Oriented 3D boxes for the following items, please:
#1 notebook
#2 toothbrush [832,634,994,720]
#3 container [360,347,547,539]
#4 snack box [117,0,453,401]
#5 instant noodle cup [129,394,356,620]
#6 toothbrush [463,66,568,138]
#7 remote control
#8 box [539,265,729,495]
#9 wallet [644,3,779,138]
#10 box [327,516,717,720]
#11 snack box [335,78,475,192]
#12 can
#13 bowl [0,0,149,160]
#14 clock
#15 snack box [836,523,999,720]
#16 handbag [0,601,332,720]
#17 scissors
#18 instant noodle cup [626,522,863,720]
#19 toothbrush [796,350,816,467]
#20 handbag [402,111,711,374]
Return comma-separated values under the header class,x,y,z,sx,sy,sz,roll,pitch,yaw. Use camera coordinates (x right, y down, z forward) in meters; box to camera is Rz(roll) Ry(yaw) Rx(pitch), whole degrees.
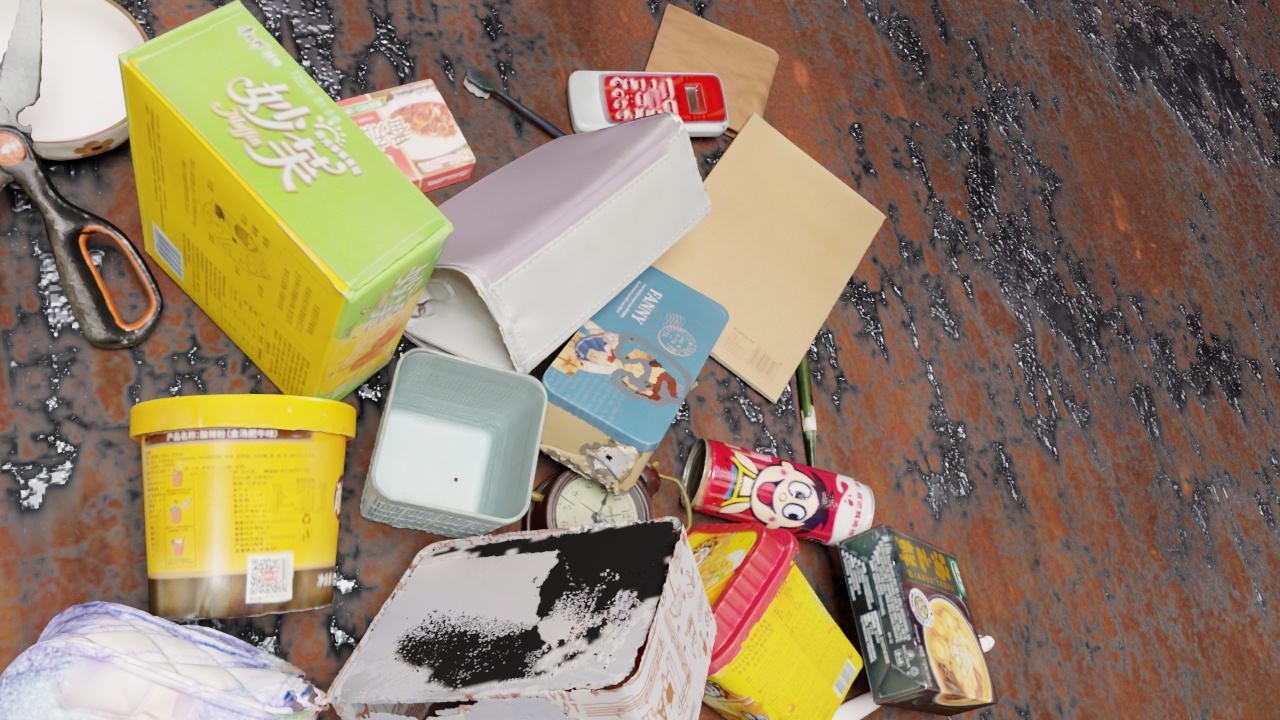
class,x,y,z,sx,sy,sz,roll,pitch,yaw
notebook,0.102,-0.089,0.758,0.149,0.012,0.211,37,67,-5
toothbrush,0.201,0.244,0.693,0.179,0.016,0.016,-15,76,-27
container,-0.121,0.059,0.565,0.090,0.112,0.090,16,66,-19
snack box,-0.203,-0.068,0.518,0.157,0.211,0.069,47,58,-2
instant noodle cup,-0.221,0.083,0.515,0.118,0.119,0.114,1,78,-23
toothbrush,-0.062,-0.176,0.732,0.181,0.018,0.015,31,56,-13
remote control,0.007,-0.213,0.761,0.135,0.020,0.056,-4,78,-17
box,-0.004,0.004,0.635,0.090,0.060,0.183,28,43,2
wallet,0.062,-0.254,0.812,0.115,0.020,0.101,22,65,-11
box,-0.039,0.214,0.506,0.156,0.183,0.193,-65,140,-57
snack box,-0.201,-0.146,0.653,0.152,0.026,0.075,-25,82,-29
can,0.100,0.098,0.672,0.132,0.053,0.053,16,66,-10
bowl,-0.362,-0.170,0.571,0.113,0.062,0.113,8,68,-20
clock,-0.023,0.107,0.622,0.121,0.055,0.082,-5,73,-22
snack box,0.198,0.188,0.652,0.125,0.053,0.113,24,46,-40
handbag,-0.253,0.217,0.433,0.134,0.075,0.194,29,91,-13
scissors,-0.362,-0.095,0.515,0.210,0.022,0.222,-42,116,-13
instant noodle cup,0.072,0.186,0.610,0.123,0.116,0.115,48,60,-15
toothbrush,0.138,0.042,0.741,0.017,0.012,0.185,7,69,-28
handbag,-0.068,-0.083,0.627,0.196,0.145,0.098,-42,129,-30
